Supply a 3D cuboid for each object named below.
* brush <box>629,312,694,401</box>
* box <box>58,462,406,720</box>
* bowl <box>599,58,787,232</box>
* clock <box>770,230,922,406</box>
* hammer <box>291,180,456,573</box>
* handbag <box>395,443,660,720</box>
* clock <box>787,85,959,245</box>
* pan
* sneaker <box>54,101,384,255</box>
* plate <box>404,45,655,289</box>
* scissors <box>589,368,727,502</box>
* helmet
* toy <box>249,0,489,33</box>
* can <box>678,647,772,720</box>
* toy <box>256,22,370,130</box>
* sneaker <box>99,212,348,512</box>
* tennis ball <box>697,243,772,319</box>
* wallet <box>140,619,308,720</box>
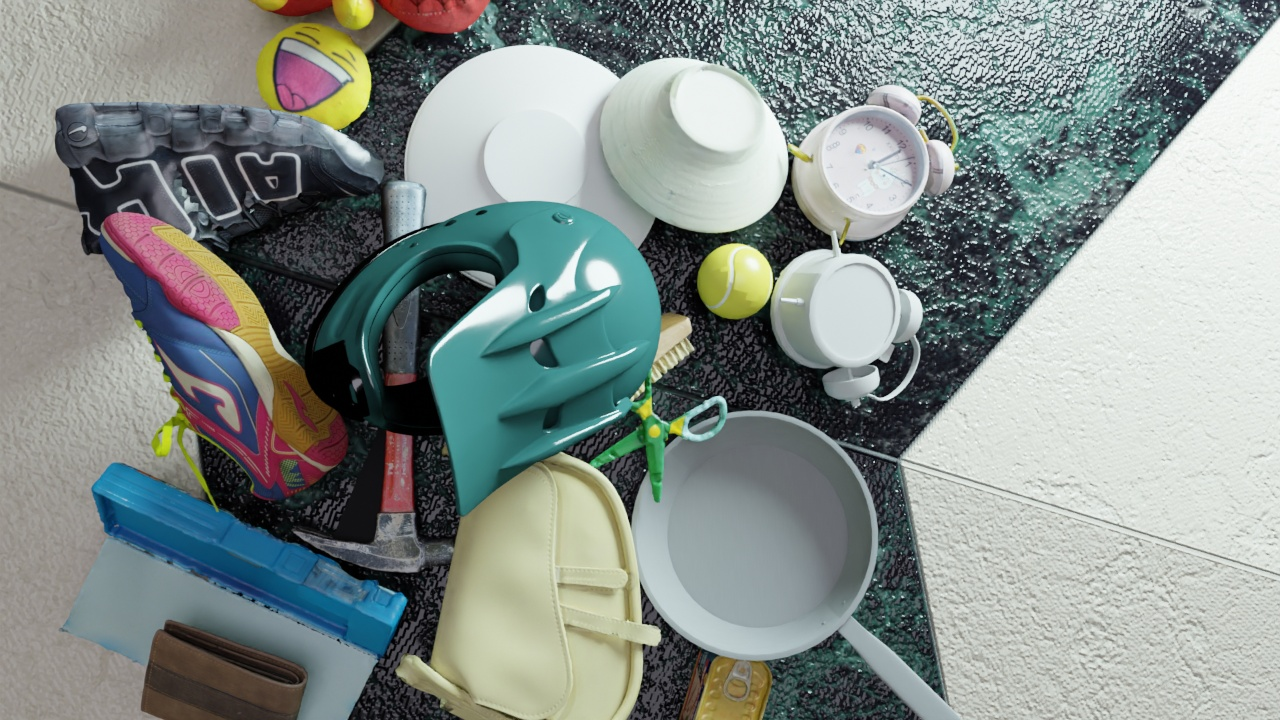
[{"bbox_3d":[-0.005,0.005,0.789,0.117,0.049,0.039,-41,109,-9],"label":"brush"},{"bbox_3d":[-0.319,0.189,0.734,0.243,0.070,0.171,26,114,-4],"label":"box"},{"bbox_3d":[0.057,-0.201,0.787,0.176,0.058,0.176,6,69,-15],"label":"bowl"},{"bbox_3d":[0.184,-0.031,0.807,0.159,0.061,0.119,43,78,-22],"label":"clock"},{"bbox_3d":[-0.211,0.011,0.768,0.140,0.036,0.326,1,85,-8],"label":"hammer"},{"bbox_3d":[-0.082,0.181,0.726,0.190,0.089,0.232,13,80,-21],"label":"handbag"},{"bbox_3d":[0.216,-0.180,0.828,0.157,0.059,0.117,-31,89,-10],"label":"clock"},{"bbox_3d":[0.145,0.192,0.731,0.201,0.051,0.356,-46,70,-1],"label":"pan"},{"bbox_3d":[-0.339,-0.122,0.741,0.252,0.097,0.151,2,90,-6],"label":"sneaker"},{"bbox_3d":[-0.091,-0.172,0.804,0.229,0.030,0.229,1,85,-7],"label":"plate"},{"bbox_3d":[0.017,0.056,0.764,0.130,0.011,0.125,-5,96,-6],"label":"scissors"},{"bbox_3d":[-0.095,-0.013,0.662,0.200,0.273,0.177,12,121,31],"label":"helmet"},{"bbox_3d":[-0.221,-0.342,0.770,0.216,0.099,0.147,2,90,-6],"label":"toy"},{"bbox_3d":[0.068,0.288,0.765,0.054,0.059,0.099,19,83,-5],"label":"can"},{"bbox_3d":[-0.277,-0.241,0.782,0.095,0.041,0.094,31,85,-6],"label":"toy"},{"bbox_3d":[-0.329,0.004,0.687,0.091,0.116,0.242,-33,100,14],"label":"sneaker"},{"bbox_3d":[0.082,-0.069,0.798,0.065,0.065,0.065,1,84,-7],"label":"tennis ball"},{"bbox_3d":[-0.325,0.259,0.715,0.121,0.026,0.099,21,117,-4],"label":"wallet"}]
